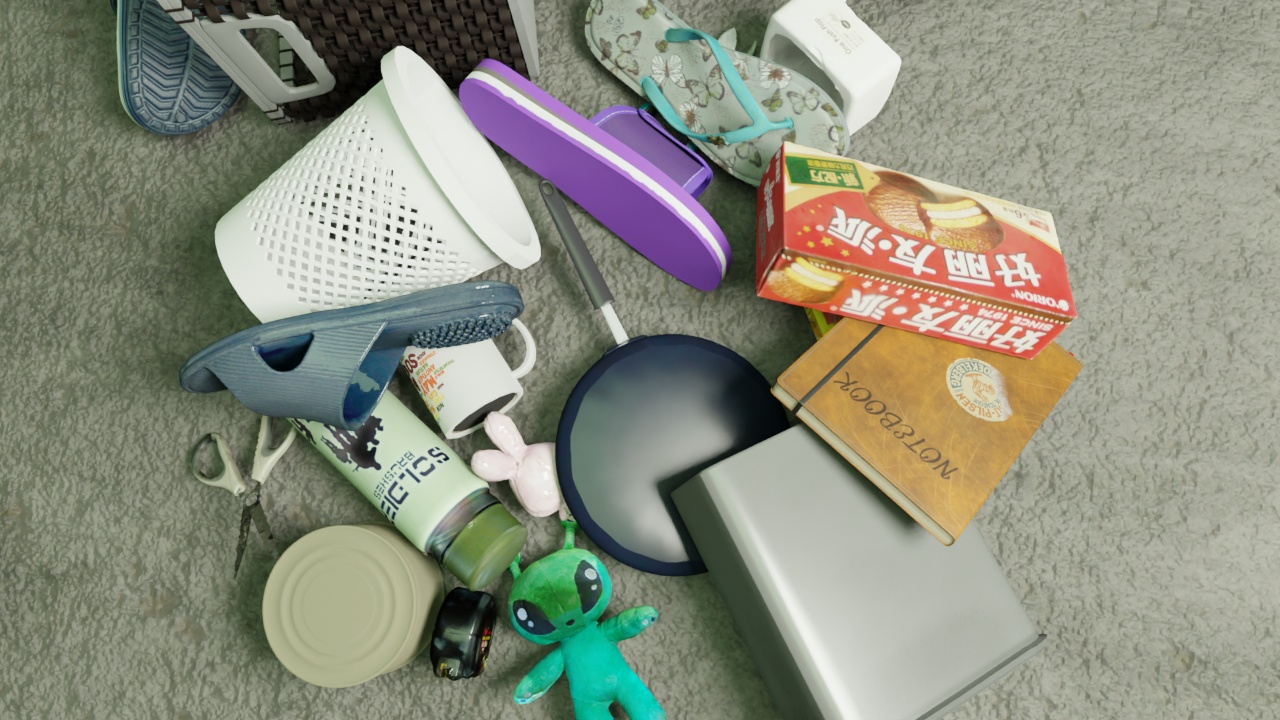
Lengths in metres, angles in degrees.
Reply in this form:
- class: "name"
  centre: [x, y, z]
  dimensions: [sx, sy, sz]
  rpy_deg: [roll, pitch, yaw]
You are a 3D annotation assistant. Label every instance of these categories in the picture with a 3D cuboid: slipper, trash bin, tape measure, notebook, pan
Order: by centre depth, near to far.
- class: "trash bin"
  centre: [0.157, 0.155, 0.686]
  dimensions: [0.191, 0.098, 0.219]
  rpy_deg: [-23, 78, -21]
- class: "slipper"
  centre: [-0.212, 0.007, 0.689]
  dimensions: [0.263, 0.101, 0.082]
  rpy_deg: [-14, 79, -1]
- class: "notebook"
  centre: [0.225, 0.003, 0.707]
  dimensions: [0.178, 0.014, 0.248]
  rpy_deg: [42, 54, 14]
- class: "tape measure"
  centre: [-0.143, 0.221, 0.740]
  dimensions: [0.042, 0.071, 0.072]
  rpy_deg: [12, 76, 10]
- class: "trash bin"
  centre: [-0.219, -0.114, 0.750]
  dimensions: [0.200, 0.195, 0.195]
  rpy_deg: [-30, 80, 9]
- class: "pan"
  centre: [-0.005, 0.005, 0.759]
  dimensions: [0.198, 0.021, 0.356]
  rpy_deg: [-25, 84, -12]
- class: "slipper"
  centre: [0.046, -0.223, 0.763]
  dimensions: [0.269, 0.054, 0.098]
  rpy_deg: [37, 127, 20]
- class: "slipper"
  centre: [-0.018, -0.176, 0.768]
  dimensions: [0.266, 0.107, 0.084]
  rpy_deg: [35, 73, 2]
- class: "slipper"
  centre: [-0.430, -0.331, 0.843]
  dimensions: [0.095, 0.105, 0.253]
  rpy_deg: [4, 96, 46]

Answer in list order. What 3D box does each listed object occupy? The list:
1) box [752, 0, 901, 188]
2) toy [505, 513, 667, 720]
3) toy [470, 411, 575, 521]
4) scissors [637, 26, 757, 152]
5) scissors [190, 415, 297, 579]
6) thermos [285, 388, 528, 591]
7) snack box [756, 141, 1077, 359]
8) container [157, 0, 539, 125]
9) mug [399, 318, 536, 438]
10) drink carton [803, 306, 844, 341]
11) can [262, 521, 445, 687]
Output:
- class: "box"
  centre: [0.124, -0.219, 0.780]
  dimensions: [0.136, 0.128, 0.108]
  rpy_deg: [-37, 79, -11]
- class: "toy"
  centre: [-0.048, 0.222, 0.736]
  dimensions: [0.130, 0.072, 0.193]
  rpy_deg: [-28, 71, -2]
- class: "toy"
  centre: [-0.090, 0.091, 0.758]
  dimensions: [0.110, 0.047, 0.063]
  rpy_deg: [38, 51, -20]
- class: "scissors"
  centre: [0.045, -0.228, 0.820]
  dimensions: [0.156, 0.019, 0.124]
  rpy_deg: [-15, 81, 3]
- class: "scissors"
  centre: [-0.328, 0.099, 0.773]
  dimensions: [0.158, 0.012, 0.161]
  rpy_deg: [17, 64, 30]
- class: "thermos"
  centre: [-0.194, 0.092, 0.754]
  dimensions: [0.231, 0.082, 0.082]
  rpy_deg: [40, 86, 13]
- class: "snack box"
  centre: [0.209, -0.084, 0.713]
  dimensions: [0.236, 0.060, 0.113]
  rpy_deg: [12, 55, -9]
- class: "container"
  centre: [-0.225, -0.364, 0.753]
  dimensions: [0.243, 0.247, 0.245]
  rpy_deg: [-6, 81, 0]
- class: "mug"
  centre: [-0.141, 0.001, 0.772]
  dimensions: [0.105, 0.073, 0.089]
  rpy_deg: [-34, 80, -1]
- class: "drink carton"
  centre: [0.159, -0.073, 0.774]
  dimensions: [0.058, 0.043, 0.134]
  rpy_deg: [-20, 80, 0]
- class: "can"
  centre: [-0.232, 0.196, 0.749]
  dimensions: [0.128, 0.073, 0.127]
  rpy_deg: [-1, 81, 5]
